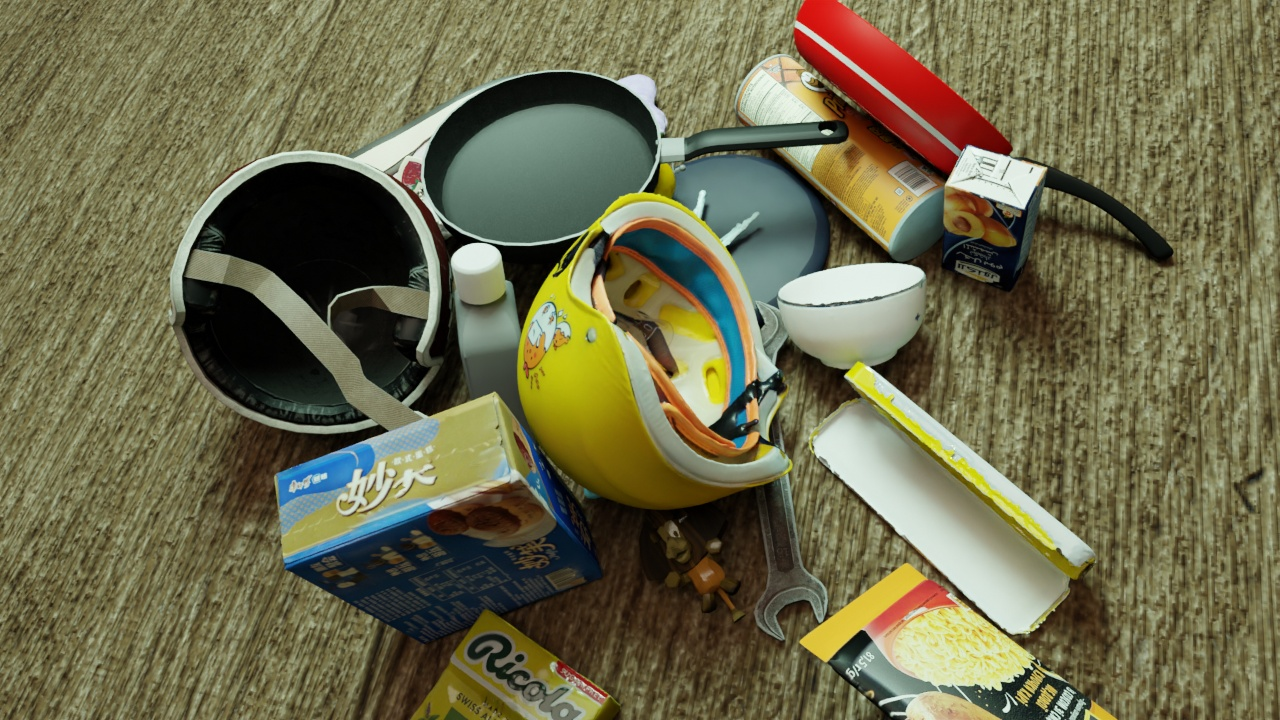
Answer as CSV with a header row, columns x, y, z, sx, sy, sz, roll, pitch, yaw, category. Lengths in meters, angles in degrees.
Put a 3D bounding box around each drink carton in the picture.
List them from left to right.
x,y,z,sx,sy,sz,roll,pitch,yaw,category
0.271,-0.106,0.711,0.064,0.130,0.040,26,77,25,drink carton

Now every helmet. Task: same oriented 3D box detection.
x,y,z,sx,sy,sz,roll,pitch,yaw,category
-0.254,-0.048,0.747,0.233,0.254,0.233,10,81,-14,helmet
-0.004,0.004,0.675,0.140,0.209,0.239,-34,36,30,helmet

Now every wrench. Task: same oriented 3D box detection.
x,y,z,sx,sy,sz,roll,pitch,yaw,category
0.099,0.076,0.711,0.070,0.010,0.272,-10,64,9,wrench

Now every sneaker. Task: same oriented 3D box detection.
x,y,z,sx,sy,sz,roll,pitch,yaw,category
-0.177,-0.170,0.889,0.294,0.112,0.116,-25,80,-2,sneaker

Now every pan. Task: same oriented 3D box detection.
x,y,z,sx,sy,sz,roll,pitch,yaw,category
-0.007,-0.170,0.776,0.356,0.044,0.203,-3,57,6,pan
0.054,-0.040,0.794,0.199,0.021,0.355,4,63,17,pan
0.270,-0.181,0.752,0.356,0.208,0.067,41,110,5,pan

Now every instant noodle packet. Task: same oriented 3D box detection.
x,y,z,sx,sy,sz,roll,pitch,yaw,category
0.221,0.214,0.550,0.221,0.159,0.032,37,118,28,instant noodle packet

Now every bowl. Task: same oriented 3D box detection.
x,y,z,sx,sy,sz,roll,pitch,yaw,category
0.168,-0.033,0.721,0.113,0.063,0.113,-11,17,3,bowl

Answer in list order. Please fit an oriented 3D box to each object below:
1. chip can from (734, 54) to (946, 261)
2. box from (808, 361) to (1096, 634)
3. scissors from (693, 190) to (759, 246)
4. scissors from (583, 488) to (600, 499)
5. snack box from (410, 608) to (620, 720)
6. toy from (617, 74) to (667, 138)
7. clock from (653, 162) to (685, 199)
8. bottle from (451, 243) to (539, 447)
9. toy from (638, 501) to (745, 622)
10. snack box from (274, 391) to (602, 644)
x,y,z,sx,sy,sz,roll,pitch,yaw,category
0.177,-0.182,0.808,0.075,0.075,0.215,-35,59,-7,chip can
0.214,0.088,0.647,0.079,0.080,0.209,-39,60,-11,box
0.030,-0.078,0.799,0.139,0.028,0.170,9,64,22,scissors
-0.050,0.059,0.764,0.135,0.015,0.135,-24,57,13,scissors
-0.114,0.283,0.642,0.121,0.045,0.180,28,71,26,snack box
-0.014,-0.242,0.915,0.080,0.036,0.099,-18,53,16,toy
-0.034,-0.148,0.841,0.152,0.052,0.113,-46,51,-4,clock
-0.115,-0.012,0.717,0.046,0.174,0.083,-9,43,-7,bottle
0.041,0.147,0.671,0.076,0.062,0.100,-42,64,12,toy
-0.130,0.120,0.644,0.155,0.203,0.069,-20,58,3,snack box
